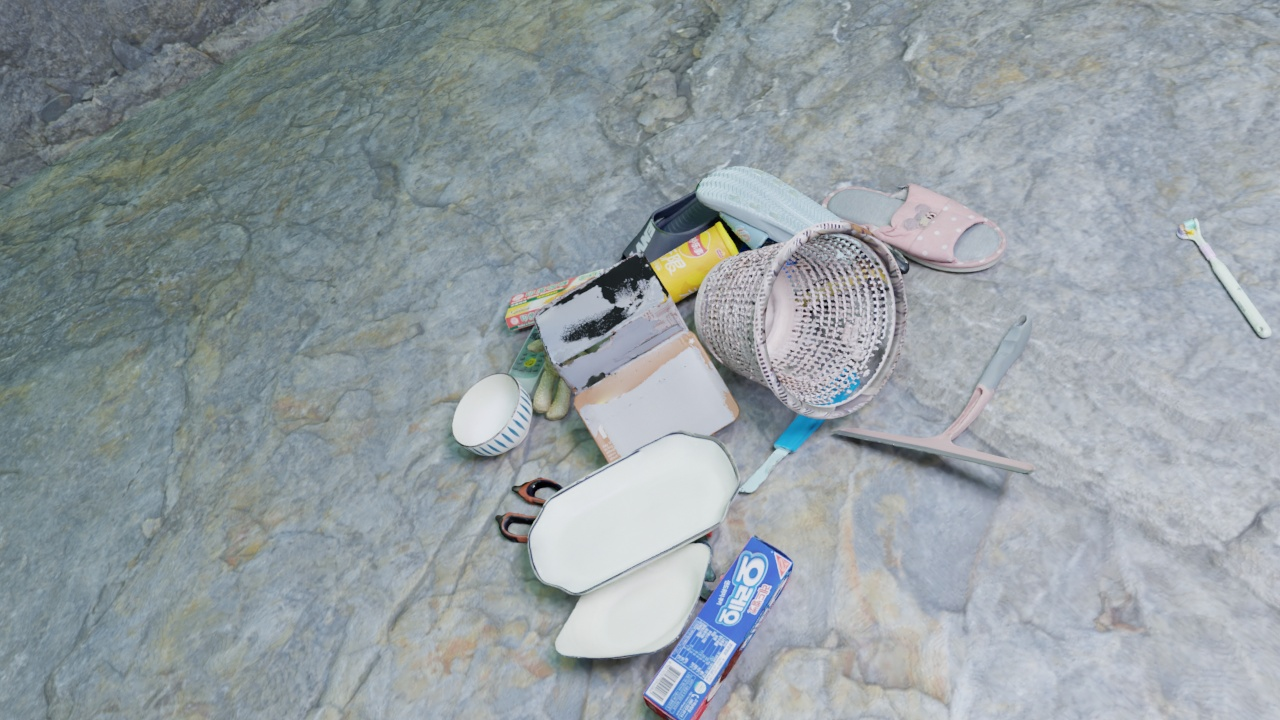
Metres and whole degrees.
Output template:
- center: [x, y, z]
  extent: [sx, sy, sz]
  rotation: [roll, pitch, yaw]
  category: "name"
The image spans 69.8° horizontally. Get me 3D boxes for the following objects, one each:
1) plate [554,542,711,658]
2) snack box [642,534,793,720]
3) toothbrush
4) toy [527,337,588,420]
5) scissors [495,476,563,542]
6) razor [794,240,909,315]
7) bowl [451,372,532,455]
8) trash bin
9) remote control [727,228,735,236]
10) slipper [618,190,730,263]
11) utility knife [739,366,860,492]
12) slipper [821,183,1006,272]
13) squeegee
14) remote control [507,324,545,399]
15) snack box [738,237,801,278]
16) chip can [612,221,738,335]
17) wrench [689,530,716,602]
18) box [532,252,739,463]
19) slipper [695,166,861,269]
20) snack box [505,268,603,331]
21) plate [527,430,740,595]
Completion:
- center: [-0.001, 0.272, 1.010]
  extent: [0.164, 0.034, 0.163]
  rotation: [-14, 27, 32]
  category: "plate"
- center: [0.085, 0.285, 0.962]
  extent: [0.057, 0.058, 0.207]
  rotation: [30, 67, 22]
  category: "snack box"
- center: [0.676, -0.097, 1.064]
  extent: [0.020, 0.029, 0.189]
  rotation: [12, 46, -19]
  category: "toothbrush"
- center: [-0.116, 0.009, 1.300]
  extent: [0.105, 0.066, 0.157]
  rotation: [18, 60, -16]
  category: "toy"
- center: [-0.079, 0.183, 1.164]
  extent: [0.205, 0.015, 0.196]
  rotation: [-33, 45, -6]
  category: "scissors"
- center: [0.274, -0.107, 1.229]
  extent: [0.168, 0.067, 0.062]
  rotation: [-24, 20, 13]
  category: "razor"
- center: [-0.195, 0.083, 1.262]
  extent: [0.117, 0.066, 0.116]
  rotation: [-20, 48, 23]
  category: "bowl"
- center: [0.176, -0.055, 1.122]
  extent: [0.227, 0.227, 0.192]
  rotation: [-46, 26, -17]
  category: "trash bin"
- center: [0.128, -0.210, 1.404]
  extent: [0.137, 0.024, 0.053]
  rotation: [-4, 58, 32]
  category: "remote control"
- center: [0.048, -0.197, 1.376]
  extent: [0.268, 0.083, 0.110]
  rotation: [-40, 44, 2]
  category: "slipper"
- center: [0.195, 0.085, 1.122]
  extent: [0.215, 0.018, 0.034]
  rotation: [-44, 49, -17]
  category: "utility knife"
- center: [0.368, -0.194, 1.259]
  extent: [0.274, 0.054, 0.114]
  rotation: [29, 63, 38]
  category: "slipper"
- center: [0.394, 0.034, 1.063]
  extent: [0.249, 0.040, 0.248]
  rotation: [-45, 30, -24]
  category: "squeegee"
- center: [-0.157, -0.001, 1.358]
  extent: [0.056, 0.019, 0.134]
  rotation: [6, 54, 28]
  category: "remote control"
- center: [0.169, -0.123, 1.311]
  extent: [0.085, 0.026, 0.156]
  rotation: [13, 57, 32]
  category: "snack box"
- center: [0.039, -0.115, 1.311]
  extent: [0.213, 0.072, 0.072]
  rotation: [-29, 45, 11]
  category: "chip can"
- center: [0.075, 0.168, 1.107]
  extent: [0.056, 0.016, 0.272]
  rotation: [-12, 47, 10]
  category: "wrench"
- center: [-0.012, 0.002, 1.171]
  extent: [0.179, 0.125, 0.273]
  rotation: [-31, 64, 2]
  category: "box"
- center: [0.191, -0.193, 1.286]
  extent: [0.245, 0.074, 0.103]
  rotation: [30, 50, 7]
  category: "slipper"
- center: [-0.127, -0.093, 1.406]
  extent: [0.156, 0.027, 0.076]
  rotation: [-16, 28, 11]
  category: "snack box"
- center: [-0.006, 0.182, 1.076]
  extent: [0.266, 0.034, 0.162]
  rotation: [-28, 40, 1]
  category: "plate"
